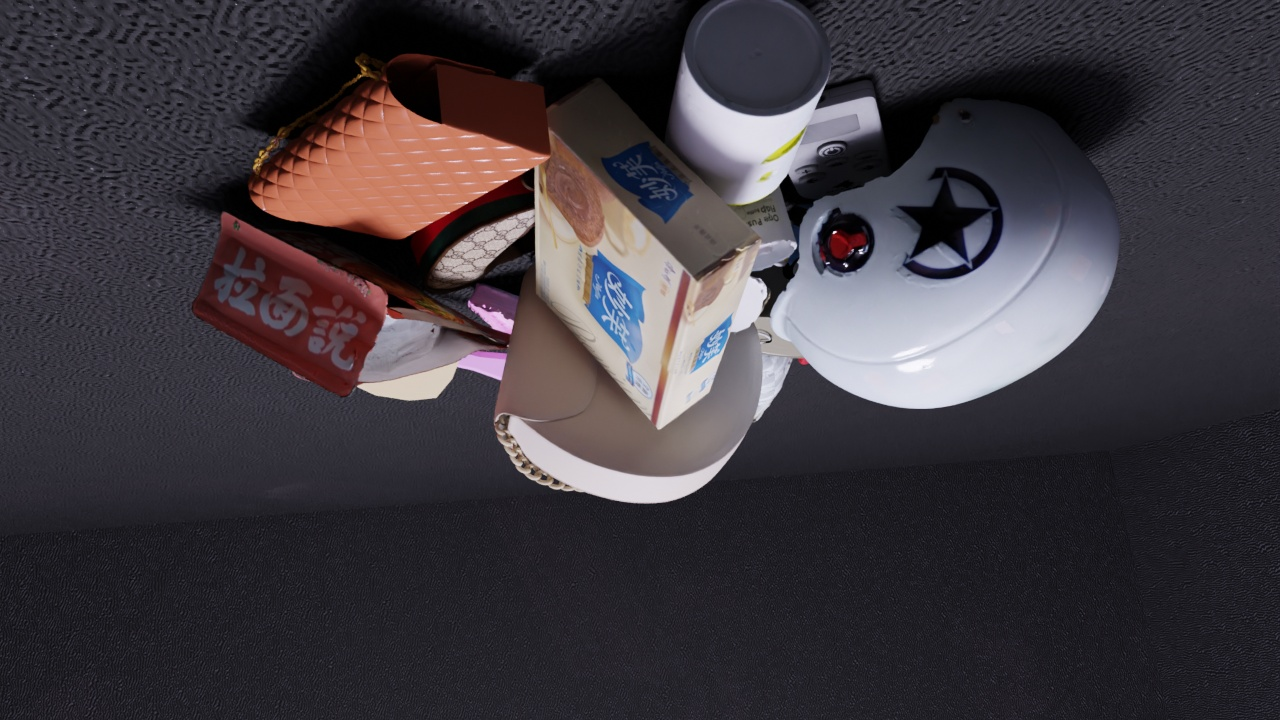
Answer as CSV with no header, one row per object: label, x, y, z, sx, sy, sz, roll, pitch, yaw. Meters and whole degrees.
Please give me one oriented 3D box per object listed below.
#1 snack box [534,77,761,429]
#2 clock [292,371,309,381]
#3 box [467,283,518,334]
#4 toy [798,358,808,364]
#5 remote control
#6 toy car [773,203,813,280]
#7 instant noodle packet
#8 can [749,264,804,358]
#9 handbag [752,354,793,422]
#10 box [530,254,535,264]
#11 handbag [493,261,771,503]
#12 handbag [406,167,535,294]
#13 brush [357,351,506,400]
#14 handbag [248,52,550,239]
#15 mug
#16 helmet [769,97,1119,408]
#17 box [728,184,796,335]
snack box,-0.006,-0.062,0.625,0.055,0.153,0.208,-35,160,-21
clock,-0.272,-0.024,0.922,0.158,0.072,0.120,-6,166,6
box,-0.082,0.008,0.971,0.066,0.159,0.230,-40,154,-1
toy,0.251,-0.053,1.056,0.131,0.096,0.124,4,125,-8
remote control,0.142,-0.155,0.675,0.074,0.019,0.151,-10,165,18
toy car,0.145,-0.102,0.768,0.153,0.055,0.056,-7,-149,-42
instant noodle packet,-0.209,-0.040,0.736,0.164,0.084,0.220,24,-171,21
can,0.137,-0.055,0.884,0.128,0.073,0.128,9,166,2
handbag,0.112,-0.017,1.034,0.123,0.112,0.172,26,160,16
box,-0.055,-0.055,0.936,0.120,0.049,0.210,-3,166,-6
handbag,-0.005,0.004,0.756,0.208,0.210,0.104,11,150,-6
handbag,-0.103,-0.108,0.713,0.138,0.063,0.167,-17,170,-35
brush,-0.196,-0.004,0.890,0.043,0.089,0.228,28,-172,37
handbag,-0.153,-0.132,0.562,0.108,0.060,0.172,1,168,-45
mug,0.059,-0.150,0.536,0.082,0.082,0.106,-5,165,-4
helmet,0.241,-0.052,0.707,0.264,0.163,0.236,-40,150,20
box,0.057,-0.089,0.661,0.083,0.136,0.144,-13,170,-19
